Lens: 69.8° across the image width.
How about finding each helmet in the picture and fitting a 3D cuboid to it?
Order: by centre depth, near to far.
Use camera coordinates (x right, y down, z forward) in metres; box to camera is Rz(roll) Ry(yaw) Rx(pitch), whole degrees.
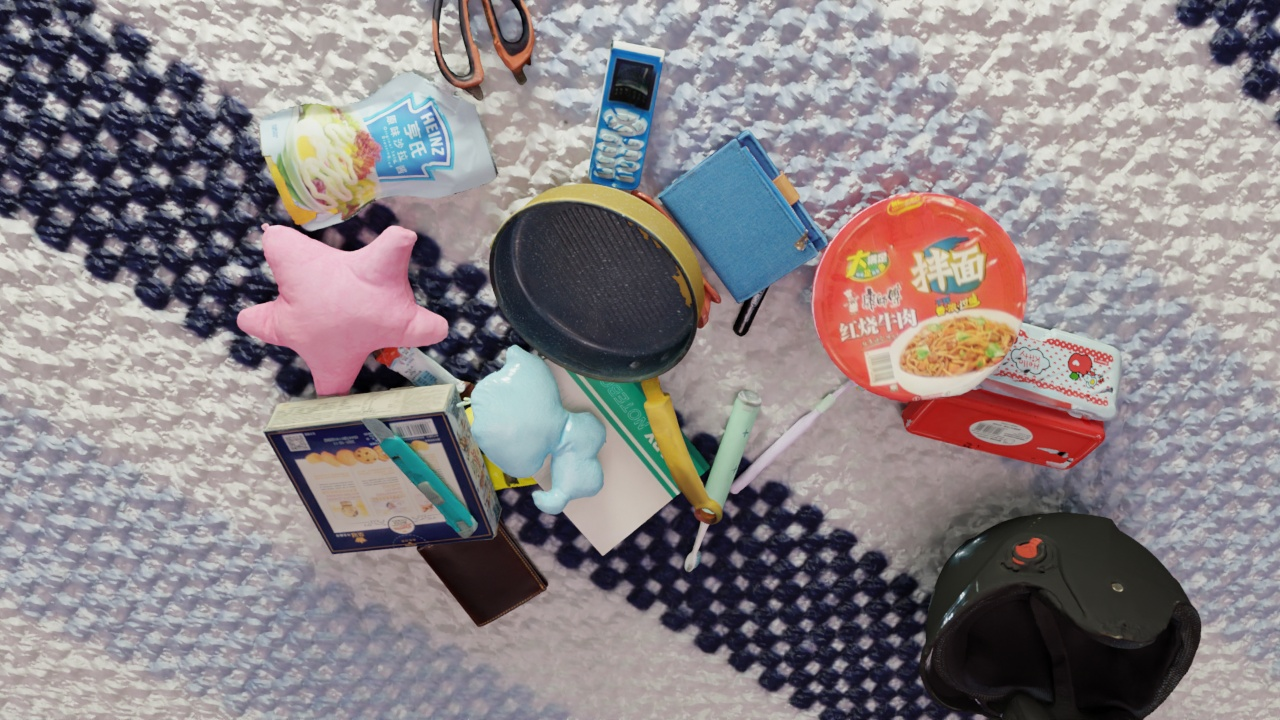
[{"bbox_3d":[0.420,0.273,0.950,0.275,0.229,0.234,0,121,5],"label":"helmet"}]

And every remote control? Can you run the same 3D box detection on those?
[{"bbox_3d":[-0.014,-0.217,0.820,0.049,0.024,0.125,10,112,-7],"label":"remote control"}]

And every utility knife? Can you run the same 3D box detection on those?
[{"bbox_3d":[-0.208,0.115,0.876,0.029,0.013,0.179,-21,125,17],"label":"utility knife"}]

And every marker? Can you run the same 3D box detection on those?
[{"bbox_3d":[0.119,-0.079,0.893,0.018,0.015,0.124,20,111,-6],"label":"marker"}]

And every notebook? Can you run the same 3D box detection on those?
[{"bbox_3d":[-0.043,0.083,0.941,0.150,0.012,0.209,-39,111,-2],"label":"notebook"}]

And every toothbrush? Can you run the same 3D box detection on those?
[{"bbox_3d":[0.164,0.079,0.964,0.189,0.029,0.021,-44,69,17],"label":"toothbrush"},{"bbox_3d":[0.083,0.135,0.980,0.027,0.026,0.225,-9,124,-48],"label":"toothbrush"}]

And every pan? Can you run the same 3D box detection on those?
[{"bbox_3d":[-0.005,0.005,0.844,0.198,0.078,0.357,-14,122,35],"label":"pan"}]

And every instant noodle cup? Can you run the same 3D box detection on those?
[{"bbox_3d":[0.255,-0.059,0.865,0.194,0.065,0.194,0,98,4],"label":"instant noodle cup"}]

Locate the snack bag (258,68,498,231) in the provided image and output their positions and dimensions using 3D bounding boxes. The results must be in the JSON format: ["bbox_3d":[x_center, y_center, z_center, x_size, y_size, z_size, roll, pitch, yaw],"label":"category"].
[{"bbox_3d":[-0.232,-0.188,0.816,0.191,0.038,0.110,-15,103,3],"label":"snack bag"}]

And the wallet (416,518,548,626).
[{"bbox_3d":[-0.173,0.229,1.013,0.096,0.020,0.122,-30,111,5],"label":"wallet"}]

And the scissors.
[{"bbox_3d":[-0.130,-0.337,0.761,0.192,0.015,0.207,31,96,-25],"label":"scissors"}]

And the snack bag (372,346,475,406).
[{"bbox_3d":[-0.214,0.012,0.910,0.104,0.026,0.048,37,113,-18],"label":"snack bag"}]

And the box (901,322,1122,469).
[{"bbox_3d":[0.381,0.034,0.932,0.201,0.073,0.155,14,109,-9],"label":"box"}]

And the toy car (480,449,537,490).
[{"bbox_3d":[-0.127,0.111,0.956,0.105,0.032,0.048,-8,114,2],"label":"toy car"}]

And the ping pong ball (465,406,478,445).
[{"bbox_3d":[-0.164,0.066,0.929,0.040,0.040,0.040,-1,114,-3],"label":"ping pong ball"}]

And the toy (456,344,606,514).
[{"bbox_3d":[-0.101,0.068,0.885,0.156,0.050,0.161,5,89,-31],"label":"toy"}]

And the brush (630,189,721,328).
[{"bbox_3d":[0.019,-0.087,0.864,0.069,0.063,0.146,-46,112,-15],"label":"brush"}]

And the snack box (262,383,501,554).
[{"bbox_3d":[-0.250,0.112,0.913,0.178,0.045,0.183,-6,128,6],"label":"snack box"}]

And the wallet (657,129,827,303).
[{"bbox_3d":[0.096,-0.132,0.850,0.107,0.040,0.133,-33,106,22],"label":"wallet"}]

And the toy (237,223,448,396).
[{"bbox_3d":[-0.276,-0.060,0.844,0.195,0.074,0.178,-31,114,16],"label":"toy"}]
